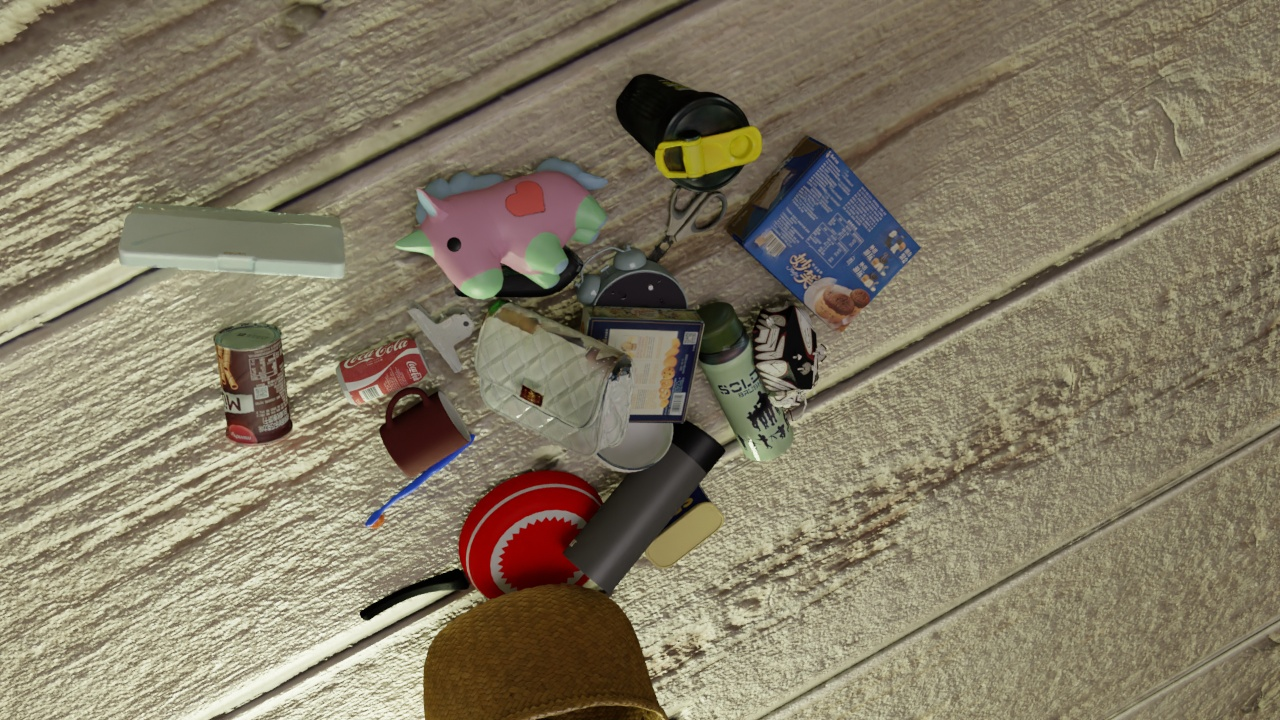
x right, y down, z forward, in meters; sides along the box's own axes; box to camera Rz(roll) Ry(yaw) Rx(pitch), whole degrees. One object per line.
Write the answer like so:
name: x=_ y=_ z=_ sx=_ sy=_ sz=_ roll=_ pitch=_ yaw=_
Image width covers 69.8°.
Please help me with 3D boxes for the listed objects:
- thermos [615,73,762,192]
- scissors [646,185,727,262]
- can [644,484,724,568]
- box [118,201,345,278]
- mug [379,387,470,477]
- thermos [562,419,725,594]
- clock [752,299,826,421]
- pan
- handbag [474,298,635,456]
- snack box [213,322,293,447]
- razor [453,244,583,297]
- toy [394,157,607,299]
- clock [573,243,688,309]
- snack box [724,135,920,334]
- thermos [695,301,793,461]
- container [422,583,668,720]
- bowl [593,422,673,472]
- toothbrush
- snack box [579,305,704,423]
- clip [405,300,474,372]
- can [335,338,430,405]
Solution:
thermos: x=0.038 y=-0.242 z=0.952 sx=0.098 sy=0.220 sz=0.098 roll=-9 pitch=120 yaw=-16
scissors: x=0.030 y=-0.157 z=1.119 sx=0.171 sy=0.012 sz=0.121 roll=-26 pitch=123 yaw=-1
can: x=0.046 y=0.217 z=1.272 sx=0.116 sy=0.092 sz=0.056 roll=-38 pitch=123 yaw=2
box: x=-0.396 y=-0.126 z=0.905 sx=0.196 sy=0.134 sz=0.041 roll=3 pitch=126 yaw=-22
mug: x=-0.265 y=0.078 z=1.095 sx=0.082 sy=0.073 sz=0.106 roll=-32 pitch=128 yaw=-2
thermos: x=0.006 y=0.187 z=1.213 sx=0.240 sy=0.082 sz=0.082 roll=-50 pitch=123 yaw=-9
clock: x=0.201 y=0.004 z=1.193 sx=0.065 sy=0.114 sz=0.155 roll=-6 pitch=106 yaw=31
pan: x=-0.206 y=0.278 z=1.237 sx=0.356 sy=0.067 sz=0.209 roll=-25 pitch=123 yaw=-10
handbag: x=-0.103 y=0.022 z=1.060 sx=0.072 sy=0.195 sz=0.139 roll=-25 pitch=130 yaw=-51
snack box: x=-0.427 y=0.027 z=1.013 sx=0.072 sy=0.072 sz=0.121 roll=-5 pitch=117 yaw=-18
razor: x=-0.142 y=-0.104 z=1.066 sx=0.151 sy=0.054 sz=0.067 roll=-8 pitch=108 yaw=-8
toy: x=-0.143 y=-0.159 z=1.003 sx=0.171 sy=0.120 sz=0.221 roll=40 pitch=68 yaw=-2
clock: x=-0.013 y=-0.072 z=1.123 sx=0.122 sy=0.045 sz=0.159 roll=-35 pitch=122 yaw=6
snack box: x=0.231 y=-0.154 z=1.158 sx=0.202 sy=0.069 sz=0.155 roll=37 pitch=99 yaw=-31
thermos: x=0.133 y=0.025 z=1.216 sx=0.082 sy=0.082 sz=0.231 roll=-31 pitch=122 yaw=-3
container: x=-0.135 y=0.436 z=1.224 sx=0.306 sy=0.196 sz=0.308 roll=-11 pitch=142 yaw=-9
bowl: x=-0.022 y=0.093 z=1.187 sx=0.118 sy=0.118 sz=0.062 roll=-4 pitch=158 yaw=-18
toothbrush: x=-0.278 y=0.154 z=1.167 sx=0.182 sy=0.016 sz=0.018 roll=-39 pitch=128 yaw=3
snack box: x=-0.007 y=0.007 z=1.117 sx=0.145 sy=0.042 sz=0.145 roll=2 pitch=118 yaw=-16
clip: x=-0.223 y=-0.034 z=1.074 sx=0.058 sy=0.050 sz=0.102 roll=-26 pitch=124 yaw=9
can: x=-0.297 y=0.011 z=1.062 sx=0.096 sy=0.054 sz=0.054 roll=-22 pitch=122 yaw=-8
